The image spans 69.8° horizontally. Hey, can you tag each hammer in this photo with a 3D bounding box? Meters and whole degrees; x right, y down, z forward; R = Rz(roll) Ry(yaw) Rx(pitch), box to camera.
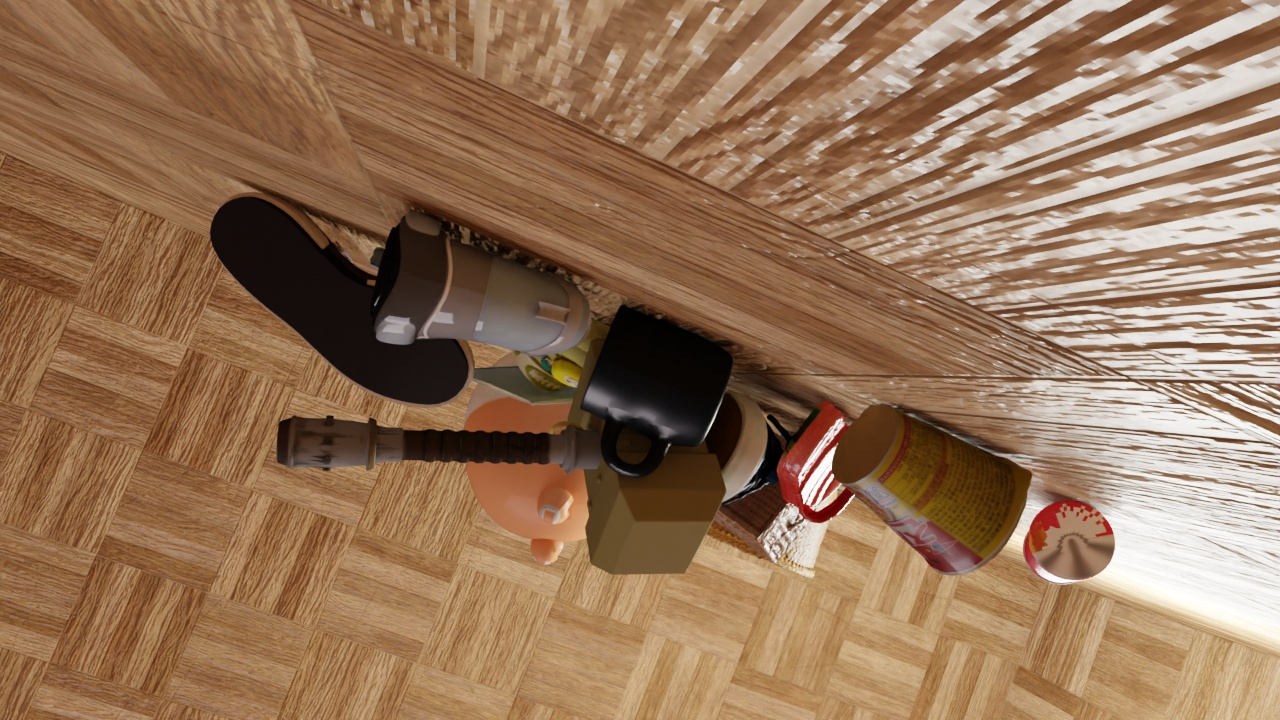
[{"bbox_3d":[-0.115,0.070,0.730,0.324,0.101,0.190,3,-135,-17],"label":"hammer"}]

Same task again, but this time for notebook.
[{"bbox_3d":[-0.055,0.023,1.011,0.252,0.009,0.181,-2,-169,-36],"label":"notebook"}]

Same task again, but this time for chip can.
[{"bbox_3d":[0.403,0.177,0.874,0.069,0.069,0.220,20,175,25],"label":"chip can"}]

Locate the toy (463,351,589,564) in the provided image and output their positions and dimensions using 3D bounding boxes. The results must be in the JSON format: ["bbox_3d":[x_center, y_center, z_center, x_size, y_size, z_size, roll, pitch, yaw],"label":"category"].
[{"bbox_3d":[-0.109,0.120,1.239,0.265,0.280,0.263,9,142,-5],"label":"toy"}]

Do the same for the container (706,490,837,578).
[{"bbox_3d":[0.173,0.208,1.511,0.307,0.196,0.307,23,177,1],"label":"container"}]

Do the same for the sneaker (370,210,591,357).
[{"bbox_3d":[-0.126,-0.045,0.721,0.160,0.093,0.257,14,178,-14],"label":"sneaker"}]

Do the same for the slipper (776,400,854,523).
[{"bbox_3d":[0.179,0.102,0.851,0.059,0.103,0.248,35,179,22],"label":"slipper"}]

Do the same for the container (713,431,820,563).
[{"bbox_3d":[0.113,0.136,1.086,0.198,0.113,0.113,33,165,31],"label":"container"}]

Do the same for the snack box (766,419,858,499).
[{"bbox_3d":[0.271,0.143,1.173,0.207,0.055,0.153,24,174,-26],"label":"snack box"}]

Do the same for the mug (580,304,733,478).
[{"bbox_3d":[0.007,0.030,0.686,0.094,0.121,0.085,21,158,-1],"label":"mug"}]

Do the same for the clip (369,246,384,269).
[{"bbox_3d":[-0.227,-0.091,0.959,0.165,0.031,0.168,21,174,38],"label":"clip"}]

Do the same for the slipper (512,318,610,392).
[{"bbox_3d":[-0.088,-0.013,0.891,0.091,0.081,0.191,29,174,-42],"label":"slipper"}]

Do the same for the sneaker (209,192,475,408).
[{"bbox_3d":[-0.287,-0.059,0.932,0.294,0.112,0.116,34,-169,1],"label":"sneaker"}]

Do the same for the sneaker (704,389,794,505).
[{"bbox_3d":[0.111,0.088,0.865,0.127,0.120,0.294,26,180,2],"label":"sneaker"}]

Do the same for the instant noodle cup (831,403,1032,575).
[{"bbox_3d":[0.204,0.089,0.677,0.112,0.100,0.100,31,173,-16],"label":"instant noodle cup"}]
